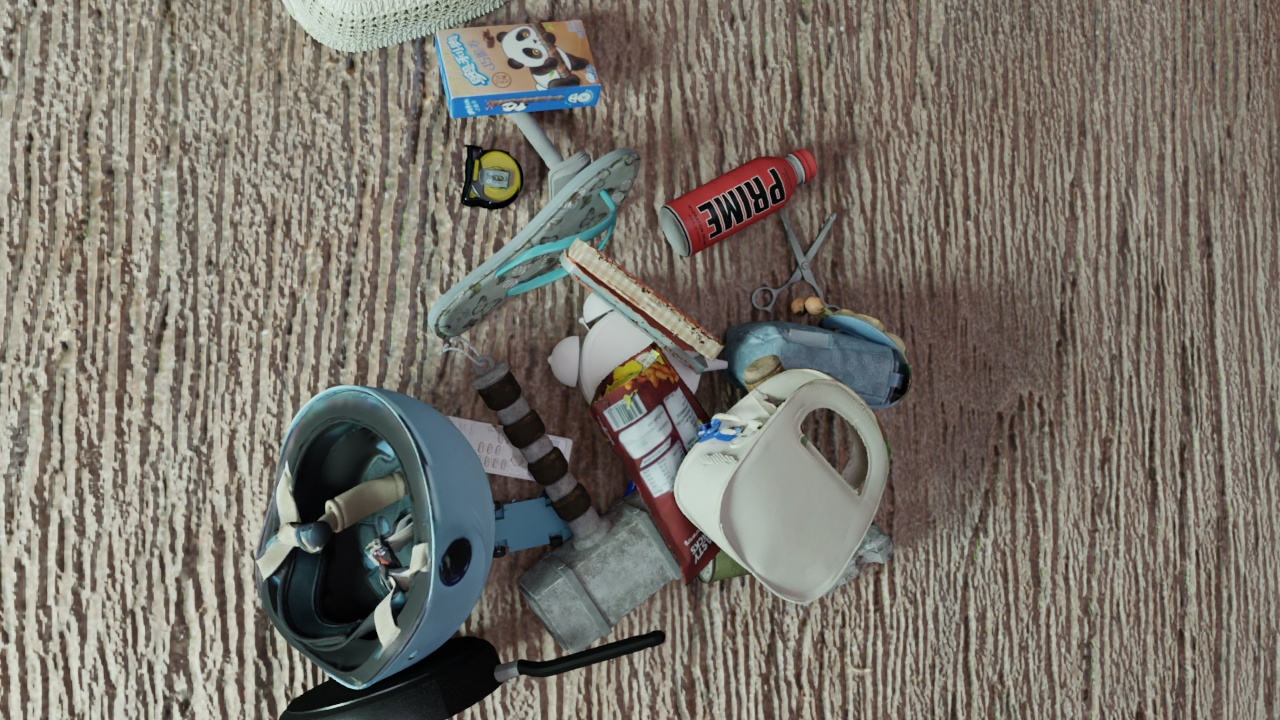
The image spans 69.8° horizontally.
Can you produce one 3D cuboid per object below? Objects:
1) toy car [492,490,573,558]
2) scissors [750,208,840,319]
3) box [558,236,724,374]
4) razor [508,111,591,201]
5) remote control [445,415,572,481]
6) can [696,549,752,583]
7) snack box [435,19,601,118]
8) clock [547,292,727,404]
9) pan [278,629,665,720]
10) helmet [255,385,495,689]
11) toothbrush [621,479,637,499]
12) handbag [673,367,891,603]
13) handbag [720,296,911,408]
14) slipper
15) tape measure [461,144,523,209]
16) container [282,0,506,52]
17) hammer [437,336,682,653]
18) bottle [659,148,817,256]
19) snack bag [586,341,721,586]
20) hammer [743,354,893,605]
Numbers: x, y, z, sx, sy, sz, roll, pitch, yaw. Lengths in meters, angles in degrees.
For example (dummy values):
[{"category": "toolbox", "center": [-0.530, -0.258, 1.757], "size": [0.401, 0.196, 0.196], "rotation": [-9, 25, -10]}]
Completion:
[{"category": "toy car", "center": [-0.122, 0.166, 0.945], "size": [0.107, 0.027, 0.060], "rotation": [-8, 97, -22]}, {"category": "scissors", "center": [0.190, -0.091, 1.034], "size": [0.141, 0.014, 0.175], "rotation": [-39, 102, -8]}, {"category": "box", "center": [0.005, -0.057, 0.883], "size": [0.186, 0.056, 0.059], "rotation": [36, 49, -21]}, {"category": "razor", "center": [-0.097, -0.217, 0.932], "size": [0.047, 0.088, 0.116], "rotation": [-33, 80, -12]}, {"category": "remote control", "center": [-0.140, 0.094, 0.950], "size": [0.135, 0.011, 0.050], "rotation": [12, 88, -15]}, {"category": "can", "center": [0.095, 0.185, 0.973], "size": [0.074, 0.090, 0.090], "rotation": [-7, 93, -15]}, {"category": "snack box", "center": [-0.122, -0.293, 0.919], "size": [0.151, 0.034, 0.087], "rotation": [-9, 67, -15]}, {"category": "clock", "center": [-0.006, 0.006, 0.961], "size": [0.161, 0.073, 0.125], "rotation": [34, 83, -6]}, {"category": "pan", "center": [-0.153, 0.282, 0.829], "size": [0.356, 0.204, 0.044], "rotation": [-17, 86, 4]}, {"category": "helmet", "center": [-0.229, 0.146, 0.832], "size": [0.166, 0.226, 0.266], "rotation": [-11, 118, -57]}, {"category": "toothbrush", "center": [-0.019, 0.159, 0.979], "size": [0.016, 0.018, 0.182], "rotation": [35, 82, -26]}, {"category": "handbag", "center": [0.143, 0.109, 0.881], "size": [0.199, 0.093, 0.200], "rotation": [-48, 118, -11]}, {"category": "handbag", "center": [0.187, -0.008, 0.983], "size": [0.192, 0.122, 0.118], "rotation": [11, 89, -10]}, {"category": "slipper", "center": [-0.092, -0.102, 0.917], "size": [0.268, 0.098, 0.054], "rotation": [-41, 74, -3]}, {"category": "tape measure", "center": [-0.149, -0.184, 0.930], "size": [0.061, 0.034, 0.061], "rotation": [3, 91, -17]}, {"category": "container", "center": [-0.223, -0.400, 0.851], "size": [0.246, 0.143, 0.185], "rotation": [-24, 110, -13]}, {"category": "hammer", "center": [-0.085, 0.110, 0.900], "size": [0.176, 0.080, 0.326], "rotation": [-35, 104, -17]}, {"category": "bottle", "center": [0.109, -0.176, 0.985], "size": [0.176, 0.062, 0.062], "rotation": [-29, 98, -13]}, {"category": "snack bag", "center": [0.038, 0.095, 0.889], "size": [0.138, 0.067, 0.208], "rotation": [-45, 107, -37]}, {"category": "hammer", "center": [0.173, 0.126, 0.960], "size": [0.121, 0.049, 0.319], "rotation": [-31, 122, -8]}]
